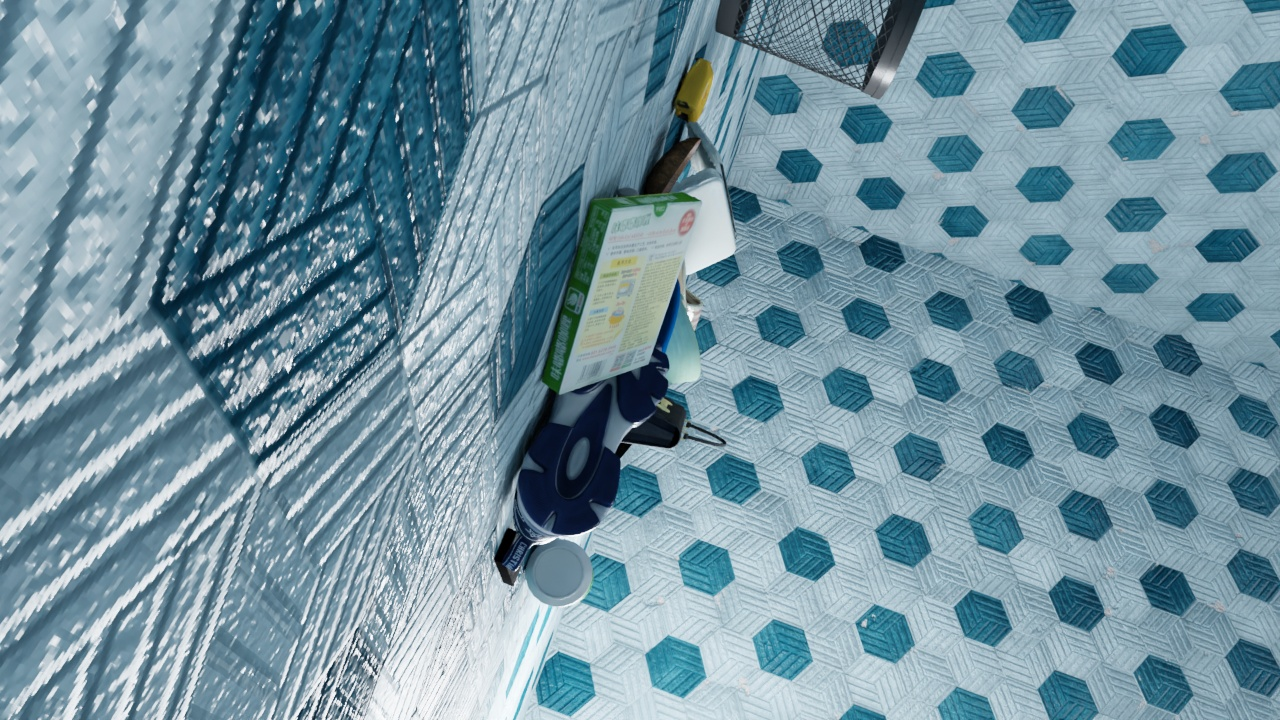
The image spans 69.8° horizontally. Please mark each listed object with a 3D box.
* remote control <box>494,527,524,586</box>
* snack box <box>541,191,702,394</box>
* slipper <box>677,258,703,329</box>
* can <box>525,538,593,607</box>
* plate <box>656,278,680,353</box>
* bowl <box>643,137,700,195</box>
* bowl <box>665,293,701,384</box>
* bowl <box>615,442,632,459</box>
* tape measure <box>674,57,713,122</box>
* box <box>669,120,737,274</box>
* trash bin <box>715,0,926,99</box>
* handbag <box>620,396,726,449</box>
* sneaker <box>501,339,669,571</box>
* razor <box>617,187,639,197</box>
[{"bbox_3d":[-0.134,0.207,0.954,0.150,0.013,0.034,102,8,-68],"label":"remote control"},{"bbox_3d":[-0.015,-0.060,0.788,0.131,0.027,0.168,-18,133,-52],"label":"snack box"},{"bbox_3d":[0.044,-0.095,1.254,0.052,0.115,0.263,-25,151,-11],"label":"slipper"},{"bbox_3d":[-0.108,0.291,1.251,0.140,0.088,0.087,98,12,-75],"label":"can"},{"bbox_3d":[-0.006,0.006,1.046,0.225,0.024,0.224,-56,-164,26],"label":"plate"},{"bbox_3d":[0.028,-0.209,1.021,0.102,0.026,0.114,-56,-178,30],"label":"bowl"},{"bbox_3d":[0.014,-0.032,1.186,0.151,0.077,0.151,158,-90,-77],"label":"bowl"},{"bbox_3d":[-0.060,0.130,1.286,0.124,0.052,0.124,-49,180,-1],"label":"bowl"},{"bbox_3d":[0.059,-0.299,1.023,0.059,0.030,0.068,93,19,-79],"label":"tape measure"},{"bbox_3d":[0.066,-0.210,1.246,0.210,0.105,0.129,65,1,-60],"label":"box"},{"bbox_3d":[0.233,-0.472,1.154,0.217,0.227,0.217,23,86,-87],"label":"trash bin"},{"bbox_3d":[0.025,0.083,1.261,0.175,0.196,0.072,-47,156,-82],"label":"handbag"},{"bbox_3d":[-0.060,0.073,0.882,0.133,0.103,0.268,-52,-169,48],"label":"sneaker"},{"bbox_3d":[-0.018,-0.104,0.853,0.088,0.047,0.116,-66,167,-56],"label":"razor"}]
